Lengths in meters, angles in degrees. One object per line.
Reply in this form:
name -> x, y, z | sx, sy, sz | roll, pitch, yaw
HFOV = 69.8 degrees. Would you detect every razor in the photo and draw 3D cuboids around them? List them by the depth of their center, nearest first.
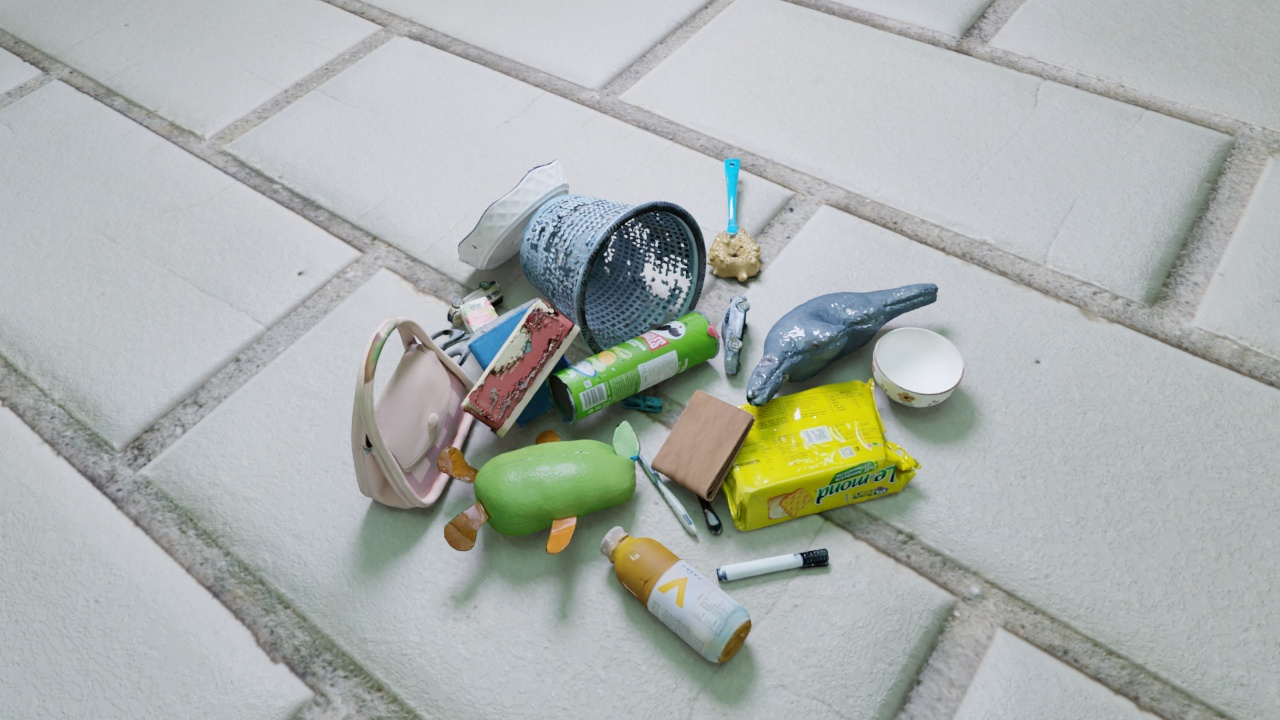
razor -> 0.067, 0.152, 1.125 | 0.042, 0.022, 0.142 | -19, 51, -8

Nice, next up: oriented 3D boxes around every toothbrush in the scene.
toothbrush -> 0.021, 0.144, 1.140 | 0.018, 0.016, 0.191 | -19, 50, -24

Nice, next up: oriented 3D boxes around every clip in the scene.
clip -> 0.002, 0.056, 1.213 | 0.056, 0.041, 0.014 | 11, 50, 8

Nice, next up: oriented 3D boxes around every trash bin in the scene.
trash bin -> -0.054, -0.134, 1.272 | 0.226, 0.227, 0.195 | -36, 43, -23

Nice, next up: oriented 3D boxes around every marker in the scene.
marker -> 0.152, 0.235, 1.050 | 0.130, 0.018, 0.022 | -10, 59, -4

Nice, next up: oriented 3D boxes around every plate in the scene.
plate -> -0.181, -0.207, 1.352 | 0.045, 0.205, 0.204 | 47, 63, -1

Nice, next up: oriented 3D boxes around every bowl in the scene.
bowl -> 0.351, 0.018, 1.183 | 0.113, 0.062, 0.113 | 2, 49, -2

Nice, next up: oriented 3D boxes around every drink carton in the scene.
drink carton -> -0.206, -0.030, 1.282 | 0.045, 0.054, 0.122 | -25, 53, -16

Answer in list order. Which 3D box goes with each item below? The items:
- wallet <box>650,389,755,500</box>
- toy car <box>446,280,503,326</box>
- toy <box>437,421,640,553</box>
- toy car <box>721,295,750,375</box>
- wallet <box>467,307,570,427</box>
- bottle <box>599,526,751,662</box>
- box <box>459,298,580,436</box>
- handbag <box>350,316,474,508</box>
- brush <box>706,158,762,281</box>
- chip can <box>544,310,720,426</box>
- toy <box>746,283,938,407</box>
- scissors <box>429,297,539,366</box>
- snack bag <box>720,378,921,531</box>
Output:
wallet -> 0.075, 0.100, 1.103 | 0.101, 0.020, 0.115 | 26, 82, 46
toy car -> -0.241, -0.081, 1.335 | 0.090, 0.042, 0.035 | -34, 69, -26
toy -> -0.117, 0.151, 1.100 | 0.246, 0.090, 0.226 | -8, 38, -6
toy car -> 0.128, -0.035, 1.256 | 0.037, 0.054, 0.120 | 6, 52, 6
wallet -> -0.151, 0.007, 1.215 | 0.106, 0.040, 0.133 | -34, 94, -17
bottle -> 0.033, 0.252, 1.013 | 0.189, 0.068, 0.067 | 34, 60, 29
box -> -0.159, 0.004, 1.148 | 0.079, 0.091, 0.168 | 36, 80, -11
handbag -> -0.286, 0.047, 1.105 | 0.093, 0.234, 0.192 | 7, 51, 13
brush -> 0.143, -0.224, 1.413 | 0.083, 0.046, 0.254 | -2, 55, 8
chip can -> -0.007, 0.007, 1.194 | 0.235, 0.072, 0.072 | -25, 52, -28
toy -> 0.238, -0.030, 1.197 | 0.355, 0.091, 0.138 | -29, 20, -32
scissors -> -0.219, -0.044, 1.250 | 0.145, 0.014, 0.172 | 21, 69, 28
snack bag -> 0.198, 0.107, 1.122 | 0.246, 0.068, 0.157 | -13, 50, -7
